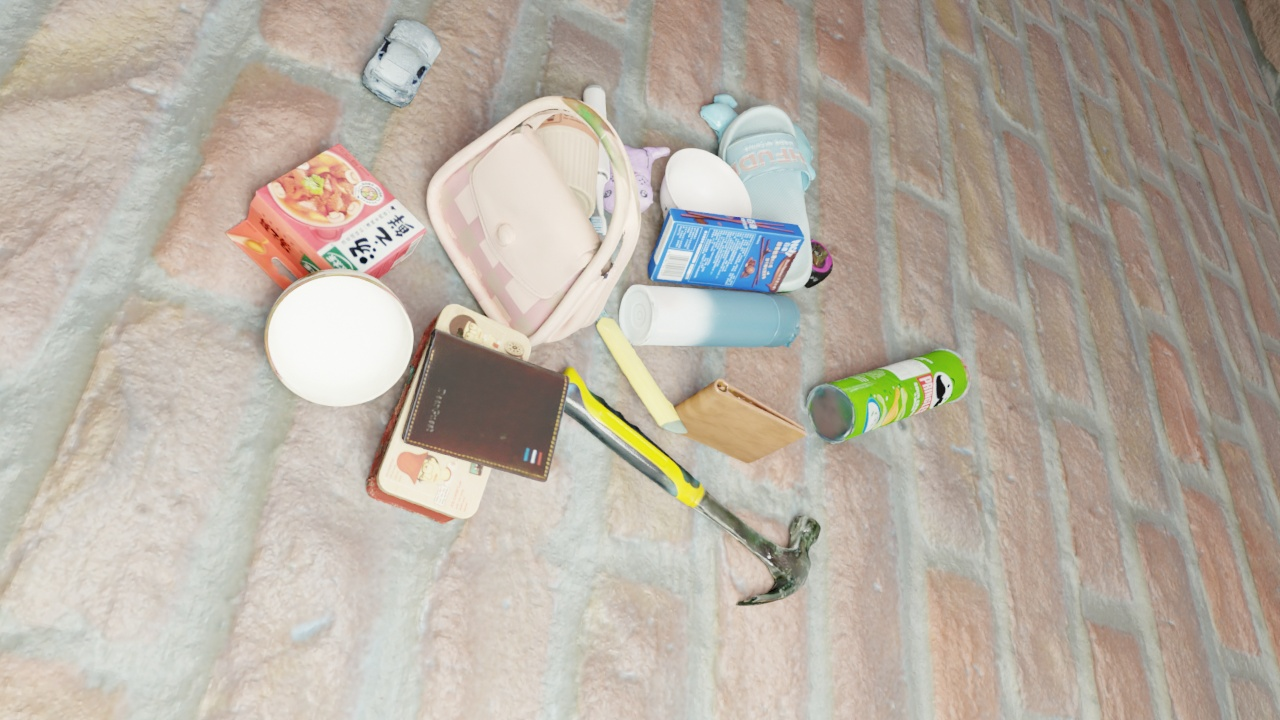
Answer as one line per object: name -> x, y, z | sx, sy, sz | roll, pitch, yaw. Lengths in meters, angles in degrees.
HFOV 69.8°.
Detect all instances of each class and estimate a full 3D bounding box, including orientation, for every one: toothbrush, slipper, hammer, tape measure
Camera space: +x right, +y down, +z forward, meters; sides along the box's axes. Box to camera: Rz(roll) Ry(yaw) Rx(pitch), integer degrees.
toothbrush -> -0.048, -0.225, 1.027 | 0.026, 0.027, 0.220 | 3, 56, -11
slipper -> 0.157, -0.202, 1.111 | 0.104, 0.074, 0.245 | -5, 74, -7
hammer -> 0.041, 0.124, 0.905 | 0.323, 0.032, 0.125 | 39, 49, -11
tape measure -> 0.213, -0.124, 1.154 | 0.057, 0.039, 0.057 | 45, 49, -5

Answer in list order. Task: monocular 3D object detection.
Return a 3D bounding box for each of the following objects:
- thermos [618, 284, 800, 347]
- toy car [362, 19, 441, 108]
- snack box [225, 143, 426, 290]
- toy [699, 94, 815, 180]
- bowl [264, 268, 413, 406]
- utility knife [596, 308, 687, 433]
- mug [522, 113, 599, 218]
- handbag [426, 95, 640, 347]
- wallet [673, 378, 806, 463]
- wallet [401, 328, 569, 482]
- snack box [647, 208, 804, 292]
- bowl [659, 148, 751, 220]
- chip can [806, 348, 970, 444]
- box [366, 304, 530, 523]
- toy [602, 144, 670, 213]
thermos -> 0.082, -0.047, 1.008 | 0.220, 0.070, 0.070 | 0, 65, -35
toy car -> -0.244, -0.311, 0.950 | 0.054, 0.037, 0.120 | 29, 49, -18
snack box -> -0.275, -0.115, 0.812 | 0.113, 0.044, 0.126 | 45, 49, -5
toy -> 0.163, -0.294, 1.209 | 0.156, 0.050, 0.161 | -18, 67, -33
bowl -> -0.247, -0.026, 0.757 | 0.113, 0.113, 0.062 | 20, 15, -24
utility knife -> -0.006, 0.005, 0.931 | 0.030, 0.019, 0.173 | -12, 65, -42
mug -> -0.100, -0.206, 0.965 | 0.114, 0.082, 0.105 | 5, 62, -9
handbag -> -0.082, -0.137, 0.829 | 0.093, 0.235, 0.193 | -26, 81, -42
wallet -> 0.093, 0.065, 0.928 | 0.115, 0.101, 0.020 | 28, 56, -20
wallet -> -0.123, 0.038, 0.745 | 0.122, 0.020, 0.096 | 20, 68, -22
snack box -> 0.094, -0.120, 1.018 | 0.157, 0.085, 0.026 | 4, 46, -18
bowl -> 0.063, -0.179, 1.066 | 0.118, 0.065, 0.118 | 16, 57, -27
chip can -> 0.301, 0.039, 1.104 | 0.235, 0.072, 0.072 | -13, 73, -38
box -> -0.166, 0.046, 0.776 | 0.091, 0.079, 0.168 | 25, 66, -21
toy -> -0.012, -0.206, 1.041 | 0.084, 0.039, 0.107 | 4, 56, 4
